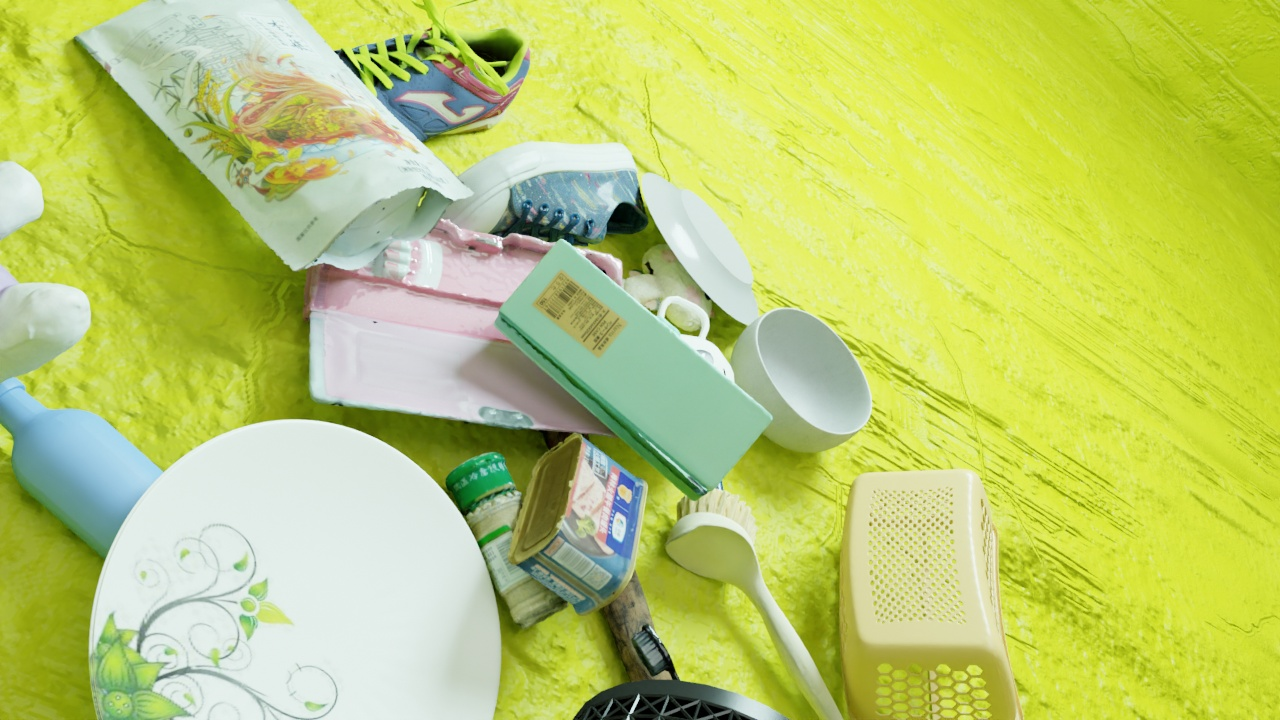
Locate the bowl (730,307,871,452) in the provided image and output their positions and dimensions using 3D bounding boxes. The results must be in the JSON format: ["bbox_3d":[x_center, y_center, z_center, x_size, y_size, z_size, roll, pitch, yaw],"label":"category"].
[{"bbox_3d":[0.134,0.024,0.816,0.131,0.065,0.131,22,47,-25],"label":"bowl"}]

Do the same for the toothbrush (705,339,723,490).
[{"bbox_3d":[0.058,0.057,0.764,0.016,0.017,0.189,17,49,-28],"label":"toothbrush"}]

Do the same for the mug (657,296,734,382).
[{"bbox_3d":[0.032,0.009,0.718,0.076,0.090,0.123,16,67,-20],"label":"mug"}]

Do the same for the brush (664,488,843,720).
[{"bbox_3d":[0.108,0.212,0.662,0.077,0.062,0.272,-29,83,-43],"label":"brush"}]

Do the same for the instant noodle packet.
[{"bbox_3d":[-0.246,-0.172,0.617,0.146,0.057,0.269,-33,69,-33],"label":"instant noodle packet"}]

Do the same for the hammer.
[{"bbox_3d":[-0.018,0.164,0.612,0.119,0.033,0.330,-5,62,-37],"label":"hammer"}]

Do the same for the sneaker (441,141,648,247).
[{"bbox_3d":[-0.069,-0.127,0.758,0.234,0.088,0.079,-24,81,-50],"label":"sneaker"}]

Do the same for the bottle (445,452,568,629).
[{"bbox_3d":[-0.084,0.114,0.584,0.042,0.043,0.110,-15,70,-45],"label":"bottle"}]

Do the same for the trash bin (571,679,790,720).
[{"bbox_3d":[0.000,0.291,0.401,0.217,0.218,0.242,40,35,-7],"label":"trash bin"}]

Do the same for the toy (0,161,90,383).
[{"bbox_3d":[-0.364,-0.059,0.438,0.209,0.086,0.137,43,42,18],"label":"toy"}]

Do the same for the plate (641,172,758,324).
[{"bbox_3d":[0.064,-0.110,0.854,0.173,0.019,0.172,43,24,-26],"label":"plate"}]

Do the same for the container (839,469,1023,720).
[{"bbox_3d":[0.220,0.197,0.718,0.183,0.129,0.167,-79,157,-43],"label":"container"}]

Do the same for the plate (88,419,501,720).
[{"bbox_3d":[-0.170,0.144,0.481,0.229,0.030,0.229,31,45,-39],"label":"plate"}]

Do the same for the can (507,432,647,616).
[{"bbox_3d":[-0.038,0.099,0.568,0.059,0.054,0.099,40,33,-21],"label":"can"}]

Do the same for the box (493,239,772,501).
[{"bbox_3d":[-0.002,0.002,0.609,0.189,0.079,0.077,42,46,1],"label":"box"}]

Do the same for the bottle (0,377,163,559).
[{"bbox_3d":[-0.282,0.055,0.463,0.131,0.048,0.047,43,41,-3],"label":"bottle"}]

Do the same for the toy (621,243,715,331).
[{"bbox_3d":[0.029,-0.065,0.816,0.112,0.050,0.087,7,53,-52],"label":"toy"}]

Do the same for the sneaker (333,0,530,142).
[{"bbox_3d":[-0.188,-0.235,0.736,0.241,0.091,0.116,-27,80,-47],"label":"sneaker"}]

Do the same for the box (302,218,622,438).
[{"bbox_3d":[-0.114,-0.019,0.642,0.232,0.055,0.179,11,51,-27],"label":"box"}]

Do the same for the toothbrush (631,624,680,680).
[{"bbox_3d":[0.043,0.250,0.561,0.017,0.014,0.188,-20,72,-27],"label":"toothbrush"}]
